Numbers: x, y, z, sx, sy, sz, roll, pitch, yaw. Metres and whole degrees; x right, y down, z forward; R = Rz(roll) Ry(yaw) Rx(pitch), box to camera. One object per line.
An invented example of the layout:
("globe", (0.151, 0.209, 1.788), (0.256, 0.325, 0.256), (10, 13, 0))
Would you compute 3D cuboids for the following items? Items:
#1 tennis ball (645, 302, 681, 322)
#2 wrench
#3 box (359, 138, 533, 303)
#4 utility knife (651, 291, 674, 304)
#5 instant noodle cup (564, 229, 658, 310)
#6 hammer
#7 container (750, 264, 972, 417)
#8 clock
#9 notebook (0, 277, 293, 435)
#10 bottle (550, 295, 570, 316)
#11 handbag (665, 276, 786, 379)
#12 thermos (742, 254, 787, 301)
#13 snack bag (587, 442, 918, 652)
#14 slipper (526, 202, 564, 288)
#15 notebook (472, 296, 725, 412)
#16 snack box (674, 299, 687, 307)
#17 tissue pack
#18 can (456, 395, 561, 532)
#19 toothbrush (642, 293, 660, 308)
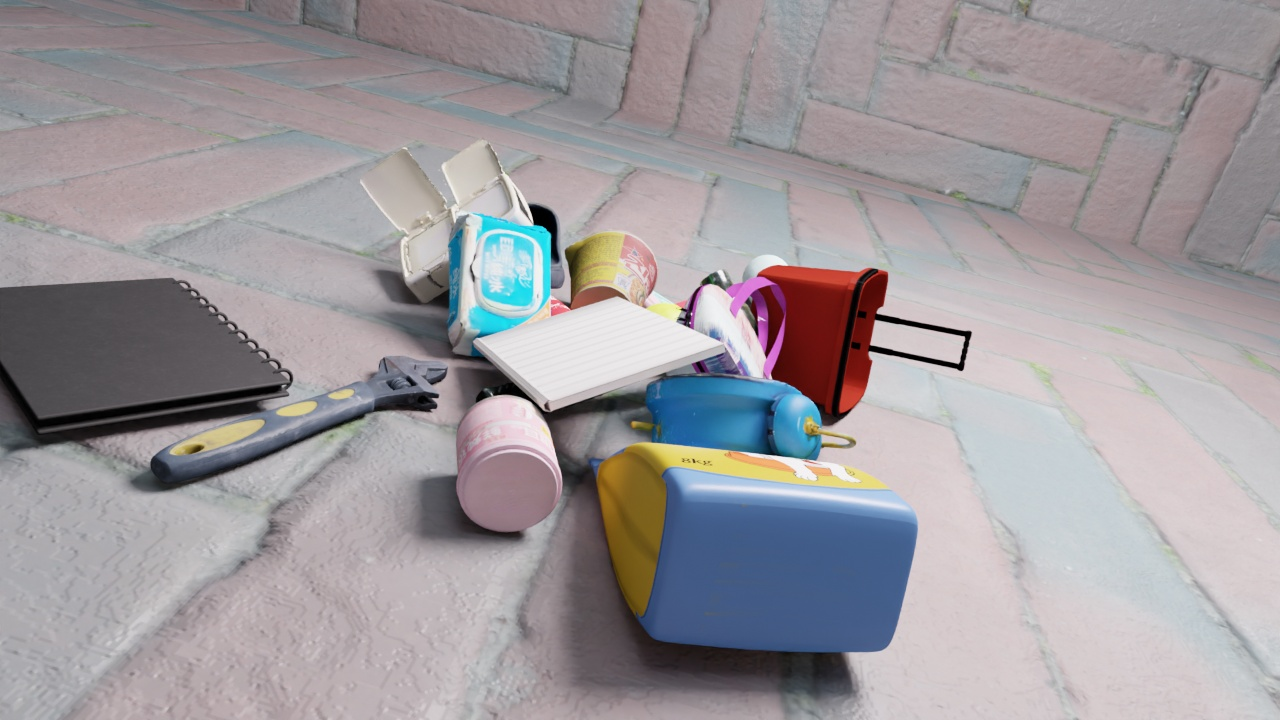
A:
("tennis ball", (0.024, -0.025, 0.922), (0.065, 0.065, 0.065), (12, 22, -5))
("wrench", (-0.230, 0.035, 0.673), (0.073, 0.022, 0.272), (23, 23, 22))
("box", (-0.207, -0.166, 0.955), (0.186, 0.145, 0.101), (60, 6, 34))
("utility knife", (0.062, -0.044, 1.067), (0.158, 0.015, 0.022), (34, 22, 35))
("instant noodle cup", (-0.033, -0.073, 0.979), (0.100, 0.100, 0.112), (13, 30, -4))
("hammer", (-0.005, 0.005, 0.818), (0.317, 0.032, 0.130), (-17, 77, -40))
("container", (0.217, -0.021, 0.925), (0.201, 0.148, 0.126), (15, 17, 25))
("clock", (0.078, 0.049, 0.682), (0.161, 0.060, 0.117), (2, -14, 15))
("notebook", (-0.388, -0.014, 0.690), (0.168, 0.019, 0.231), (-10, 30, -44))
("bottle", (-0.093, -0.042, 0.921), (0.041, 0.042, 0.141), (-6, 29, -41))
("handbag", (0.092, -0.020, 0.837), (0.068, 0.144, 0.169), (-17, 23, 35))
("thermos", (0.173, -0.071, 1.126), (0.078, 0.065, 0.206), (50, 12, -20))
("snack bag", (0.059, 0.102, 0.607), (0.159, 0.102, 0.205), (8, 8, -16))
("slipper", (-0.144, -0.139, 1.042), (0.110, 0.083, 0.268), (6, 13, -16))
("notebook", (-0.043, -0.012, 0.746), (0.142, 0.009, 0.210), (-18, 20, -19))
("snack box", (0.084, -0.038, 1.006), (0.089, 0.021, 0.132), (32, 18, 12))
("tissue pack", (-0.133, -0.073, 0.866), (0.092, 0.144, 0.062), (5, -20, -23))
("can", (-0.090, 0.069, 0.619), (0.067, 0.067, 0.076), (8, 22, -16))
("toothbrush", (0.030, -0.038, 1.012), (0.026, 0.027, 0.222), (29, 12, -34))
